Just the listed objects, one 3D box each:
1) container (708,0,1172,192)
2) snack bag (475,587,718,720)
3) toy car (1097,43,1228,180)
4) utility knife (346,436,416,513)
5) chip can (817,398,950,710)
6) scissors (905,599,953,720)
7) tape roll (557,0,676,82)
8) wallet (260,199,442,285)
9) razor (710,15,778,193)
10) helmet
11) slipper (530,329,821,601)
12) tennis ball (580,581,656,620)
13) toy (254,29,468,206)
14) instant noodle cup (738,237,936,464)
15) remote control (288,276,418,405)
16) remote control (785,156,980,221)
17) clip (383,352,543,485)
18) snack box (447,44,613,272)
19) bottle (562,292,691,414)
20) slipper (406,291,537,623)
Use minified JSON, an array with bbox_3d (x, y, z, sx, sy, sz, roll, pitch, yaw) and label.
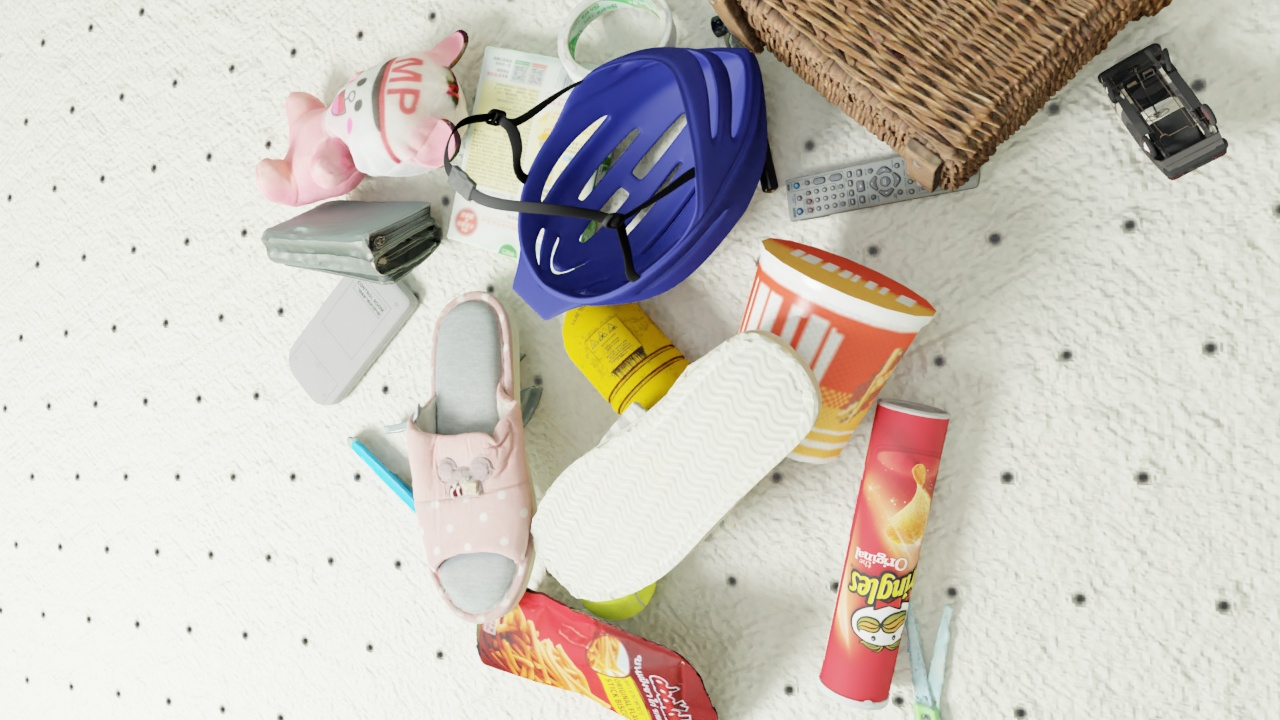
[{"bbox_3d":[0.171,-0.235,0.560,0.250,0.162,0.183,41,104,11],"label":"container"},{"bbox_3d":[-0.031,0.238,0.735,0.208,0.066,0.139,13,135,25],"label":"snack bag"},{"bbox_3d":[0.325,-0.153,0.571,0.040,0.037,0.092,-29,55,24],"label":"toy car"},{"bbox_3d":[-0.212,0.128,0.849,0.185,0.031,0.015,42,68,16],"label":"utility knife"},{"bbox_3d":[0.173,0.136,0.654,0.052,0.051,0.215,13,98,23],"label":"chip can"},{"bbox_3d":[0.217,0.257,0.663,0.093,0.032,0.175,9,100,27],"label":"scissors"},{"bbox_3d":[-0.019,-0.252,0.721,0.094,0.018,0.093,-6,67,15],"label":"tape roll"},{"bbox_3d":[-0.254,-0.109,0.812,0.132,0.100,0.054,11,119,24],"label":"wallet"},{"bbox_3d":[0.084,-0.198,0.694,0.043,0.022,0.144,-12,88,26],"label":"razor"},{"bbox_3d":[-0.022,-0.137,0.632,0.148,0.227,0.242,44,104,25],"label":"helmet"},{"bbox_3d":[0.020,0.078,0.642,0.273,0.053,0.114,-43,75,34],"label":"slipper"},{"bbox_3d":[-0.020,0.175,0.737,0.065,0.065,0.065,1,93,25],"label":"tennis ball"},{"bbox_3d":[-0.234,-0.202,0.800,0.214,0.084,0.141,-14,52,28],"label":"toy"},{"bbox_3d":[0.120,-0.004,0.640,0.123,0.123,0.121,29,111,21],"label":"instant noodle cup"},{"bbox_3d":[-0.275,-0.027,0.869,0.074,0.019,0.151,48,109,15],"label":"remote control"},{"bbox_3d":[0.172,-0.128,0.661,0.137,0.013,0.033,-7,90,25],"label":"remote control"},{"bbox_3d":[-0.149,0.067,0.812,0.163,0.028,0.115,-32,78,24],"label":"clip"},{"bbox_3d":[-0.088,-0.169,0.771,0.132,0.027,0.168,18,100,23],"label":"snack box"},{"bbox_3d":[-0.004,0.004,0.718,0.071,0.071,0.164,-47,74,19],"label":"bottle"},{"bbox_3d":[-0.140,0.072,0.744,0.114,0.054,0.274,-14,72,25],"label":"slipper"}]
